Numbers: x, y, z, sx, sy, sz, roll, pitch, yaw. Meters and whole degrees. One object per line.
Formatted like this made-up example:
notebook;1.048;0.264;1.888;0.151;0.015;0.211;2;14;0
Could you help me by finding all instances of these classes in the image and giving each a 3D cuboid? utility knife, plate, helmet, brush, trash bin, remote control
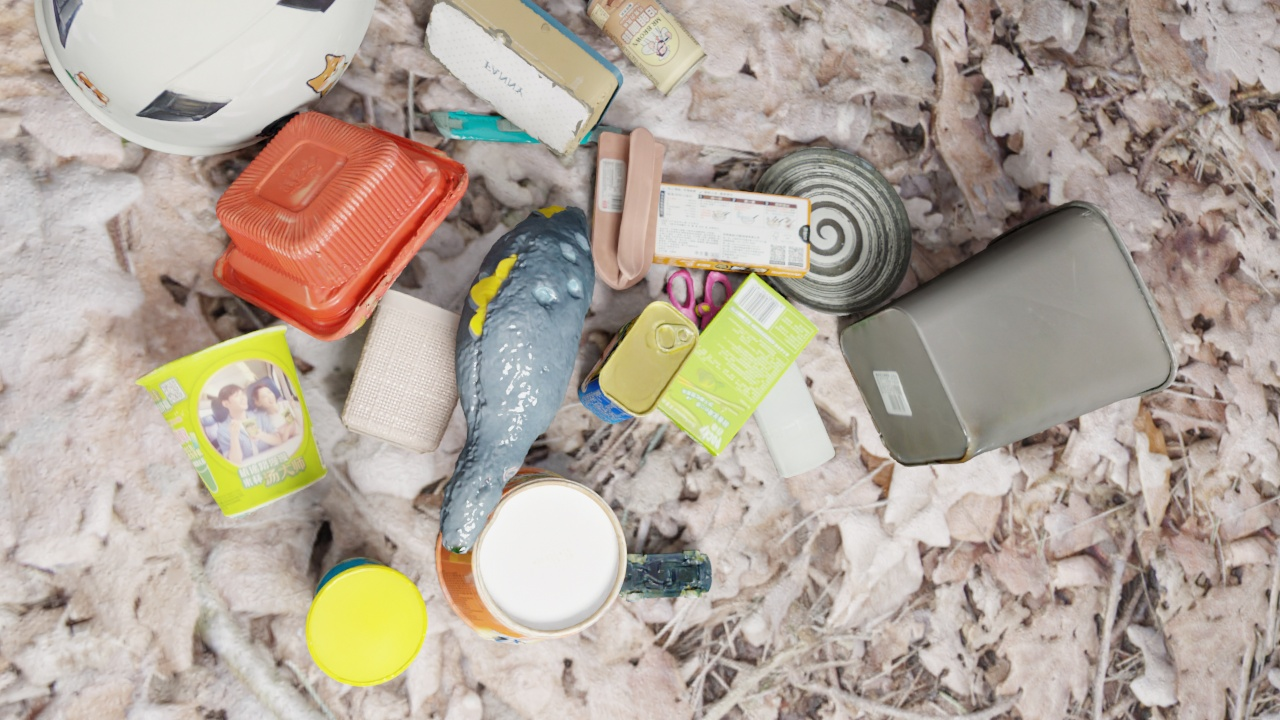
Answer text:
utility knife;-0.103;-0.217;0.857;0.181;0.013;0.029;-2;81;-20
plate;0.191;-0.130;0.932;0.179;0.024;0.179;3;78;-12
helmet;-0.320;-0.287;0.692;0.273;0.157;0.230;-46;114;-12
brush;-0.013;-0.137;0.842;0.063;0.073;0.145;8;79;-18
trash bin;0.336;-0.011;0.885;0.219;0.199;0.199;-24;87;-14
remote control;0.133;0.036;0.886;0.058;0.021;0.150;-22;87;-11

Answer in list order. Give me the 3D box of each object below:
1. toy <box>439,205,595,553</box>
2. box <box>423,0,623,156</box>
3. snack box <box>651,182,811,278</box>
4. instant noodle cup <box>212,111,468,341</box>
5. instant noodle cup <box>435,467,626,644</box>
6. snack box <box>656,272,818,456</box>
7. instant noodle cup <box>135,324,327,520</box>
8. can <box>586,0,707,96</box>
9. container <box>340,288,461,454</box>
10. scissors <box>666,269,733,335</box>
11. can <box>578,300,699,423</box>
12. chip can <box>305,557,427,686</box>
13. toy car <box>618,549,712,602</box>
toy;-0.089;-0.026;0.714;0.091;0.138;0.355;13;55;2
box;-0.101;-0.261;0.818;0.184;0.090;0.061;36;60;-8
snack box;0.087;-0.125;0.882;0.153;0.026;0.075;5;77;-6
instant noodle cup;-0.245;-0.122;0.721;0.165;0.079;0.188;23;68;27
instant noodle cup;-0.084;0.159;0.744;0.151;0.112;0.151;4;79;-18
snack box;0.087;0.004;0.858;0.086;0.026;0.156;39;81;-1
instant noodle cup;-0.301;0.050;0.698;0.111;0.112;0.123;-24;96;-21
can;0.006;-0.317;0.888;0.116;0.059;0.058;45;70;-7
container;-0.188;0.013;0.749;0.090;0.090;0.110;21;78;-14
scissors;0.047;-0.023;0.874;0.073;0.017;0.137;13;80;-17
can;-0.005;0.005;0.813;0.057;0.083;0.102;38;71;-9
chip can;-0.197;0.177;0.649;0.071;0.211;0.071;3;79;-18
toy car;0.019;0.190;0.815;0.090;0.034;0.043;0;83;-17
